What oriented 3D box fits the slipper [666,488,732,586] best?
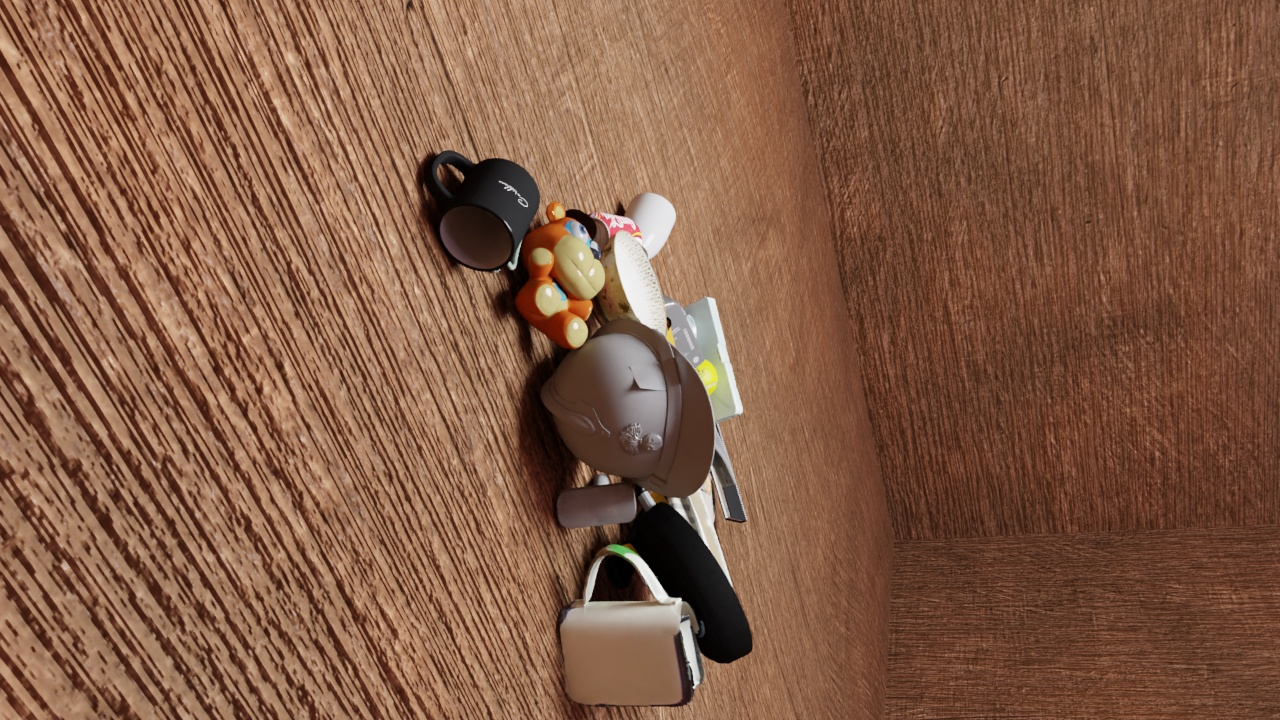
[{"bbox_3d":[0.077,0.234,1.187,0.114,0.054,0.272,49,20,-71],"label":"slipper"}]

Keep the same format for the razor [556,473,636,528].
[{"bbox_3d":[-0.049,0.158,1.090,0.116,0.088,0.047,-85,168,-82],"label":"razor"}]

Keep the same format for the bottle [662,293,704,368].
[{"bbox_3d":[0.023,-0.044,1.299,0.083,0.046,0.174,-38,130,-15],"label":"bottle"}]

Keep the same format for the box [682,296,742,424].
[{"bbox_3d":[0.108,0.010,1.464,0.126,0.074,0.197,84,-6,-73],"label":"box"}]

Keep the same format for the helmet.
[{"bbox_3d":[-0.041,0.055,1.010,0.117,0.271,0.183,-4,114,-33],"label":"helmet"}]

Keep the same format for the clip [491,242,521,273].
[{"bbox_3d":[-0.143,-0.125,0.983,0.023,0.043,0.075,58,31,-43],"label":"clip"}]

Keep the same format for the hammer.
[{"bbox_3d":[0.035,0.187,1.257,0.170,0.034,0.323,53,41,-16],"label":"hammer"}]

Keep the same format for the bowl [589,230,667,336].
[{"bbox_3d":[-0.024,-0.082,1.127,0.145,0.063,0.145,54,26,-42],"label":"bowl"}]

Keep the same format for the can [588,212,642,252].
[{"bbox_3d":[-0.043,-0.158,1.193,0.104,0.064,0.064,-12,94,-68],"label":"can"}]

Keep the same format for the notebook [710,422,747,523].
[{"bbox_3d":[0.128,0.163,1.505,0.149,0.016,0.206,37,36,-71],"label":"notebook"}]

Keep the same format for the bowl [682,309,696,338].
[{"bbox_3d":[0.051,-0.042,1.403,0.114,0.061,0.114,-6,90,-70],"label":"bowl"}]

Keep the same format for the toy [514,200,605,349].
[{"bbox_3d":[-0.091,-0.101,1.032,0.112,0.096,0.175,49,28,-43],"label":"toy"}]

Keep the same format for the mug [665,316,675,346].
[{"bbox_3d":[-0.008,0.007,1.205,0.123,0.100,0.094,-28,118,-24],"label":"mug"}]

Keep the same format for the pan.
[{"bbox_3d":[0.019,0.204,1.108,0.355,0.044,0.204,57,-18,15],"label":"pan"}]

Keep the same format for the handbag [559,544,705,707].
[{"bbox_3d":[-0.012,0.286,1.015,0.073,0.151,0.176,-21,102,-68],"label":"handbag"}]

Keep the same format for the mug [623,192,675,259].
[{"bbox_3d":[0.002,-0.173,1.330,0.107,0.071,0.089,100,10,-53],"label":"mug"}]

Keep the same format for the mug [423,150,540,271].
[{"bbox_3d":[-0.160,-0.155,0.897,0.113,0.078,0.087,42,39,-21],"label":"mug"}]

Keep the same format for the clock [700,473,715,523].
[{"bbox_3d":[0.076,0.204,1.385,0.157,0.061,0.103,46,41,-60],"label":"clock"}]

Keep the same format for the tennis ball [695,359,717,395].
[{"bbox_3d":[0.084,0.028,1.392,0.065,0.065,0.065,-7,90,-69],"label":"tennis ball"}]
